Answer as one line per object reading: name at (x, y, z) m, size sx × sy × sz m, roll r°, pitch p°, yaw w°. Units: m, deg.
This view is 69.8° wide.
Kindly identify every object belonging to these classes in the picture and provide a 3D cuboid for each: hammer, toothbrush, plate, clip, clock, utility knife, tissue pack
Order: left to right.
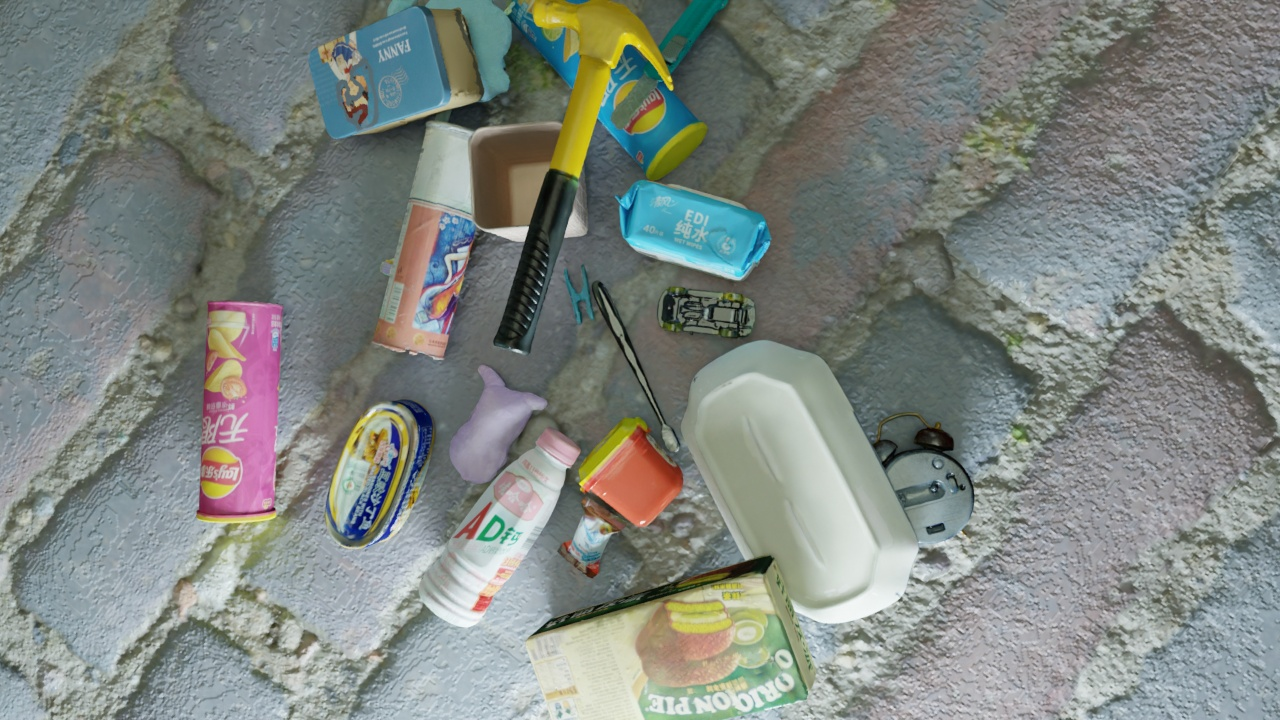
toothbrush at (-0.217, -0.172, 0.899) m, size 0.020 × 0.029 × 0.189 m, roll 19°, pitch 91°, yaw -35°
hammer at (-0.064, -0.151, 0.760) m, size 0.129 × 0.033 × 0.300 m, roll 17°, pitch 90°, yaw 7°
clip at (-0.059, -0.063, 0.881) m, size 0.042 × 0.014 × 0.056 m, roll -12°, pitch 86°, yaw 7°
toothbrush at (-0.005, 0.005, 0.872) m, size 0.016 × 0.018 × 0.181 m, roll -26°, pitch 85°, yaw 9°
utility knife at (0.031, -0.280, 0.826) m, size 0.029 × 0.013 × 0.215 m, roll 28°, pitch 65°, yaw 8°
tissue pack at (0.048, -0.118, 0.829) m, size 0.140 × 0.090 × 0.063 m, roll 18°, pitch 91°, yaw 7°
plate at (0.132, 0.112, 0.814) m, size 0.162 × 0.034 × 0.265 m, roll -28°, pitch 85°, yaw 29°
clock at (0.247, 0.106, 0.819) m, size 0.082 × 0.055 × 0.122 m, roll -17°, pitch 86°, yaw 8°

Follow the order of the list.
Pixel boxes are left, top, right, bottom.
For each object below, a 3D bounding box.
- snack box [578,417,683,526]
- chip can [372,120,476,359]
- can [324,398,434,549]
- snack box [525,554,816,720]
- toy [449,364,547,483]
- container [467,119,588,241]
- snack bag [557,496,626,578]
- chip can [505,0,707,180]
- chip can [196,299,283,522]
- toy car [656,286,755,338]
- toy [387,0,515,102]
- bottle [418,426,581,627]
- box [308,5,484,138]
snack box at (-0.007, 0.103, 0.835) m, size 0.080 × 0.091 × 0.082 m, roll 44°, pitch 94°, yaw -1°
chip can at (-0.195, -0.111, 0.869) m, size 0.071 × 0.071 × 0.214 m, roll 15°, pitch 91°, yaw 7°
can at (-0.251, 0.108, 0.884) m, size 0.074 × 0.049 × 0.148 m, roll 22°, pitch 92°, yaw 6°
snack box at (0.024, 0.263, 0.817) m, size 0.240 × 0.063 × 0.114 m, roll -22°, pitch 87°, yaw 19°
toy at (-0.146, 0.066, 0.878) m, size 0.084 × 0.039 × 0.108 m, roll 31°, pitch 97°, yaw 24°
container at (-0.096, -0.157, 0.837) m, size 0.090 × 0.111 × 0.090 m, roll -4°, pitch 89°, yaw 7°
snack bag at (-0.046, 0.164, 0.848) m, size 0.048 × 0.104 × 0.026 m, roll 35°, pitch 51°, yaw 6°
chip can at (-0.032, -0.268, 0.850) m, size 0.071 × 0.071 × 0.210 m, roll -41°, pitch 85°, yaw 5°
chip can at (-0.388, 0.048, 0.891) m, size 0.071 × 0.071 × 0.210 m, roll 2°, pitch 89°, yaw 7°
toy car at (0.061, -0.043, 0.853) m, size 0.091 × 0.036 × 0.043 m, roll 8°, pitch 91°, yaw 6°
toy at (-0.182, -0.297, 0.866) m, size 0.157 × 0.049 × 0.161 m, roll -39°, pitch 76°, yaw 30°
bottle at (-0.128, 0.152, 0.861) m, size 0.068 × 0.068 × 0.197 m, roll 35°, pitch 91°, yaw 6°
box at (-0.220, -0.261, 0.835) m, size 0.185 × 0.061 × 0.090 m, roll -6°, pitch 104°, yaw 39°
